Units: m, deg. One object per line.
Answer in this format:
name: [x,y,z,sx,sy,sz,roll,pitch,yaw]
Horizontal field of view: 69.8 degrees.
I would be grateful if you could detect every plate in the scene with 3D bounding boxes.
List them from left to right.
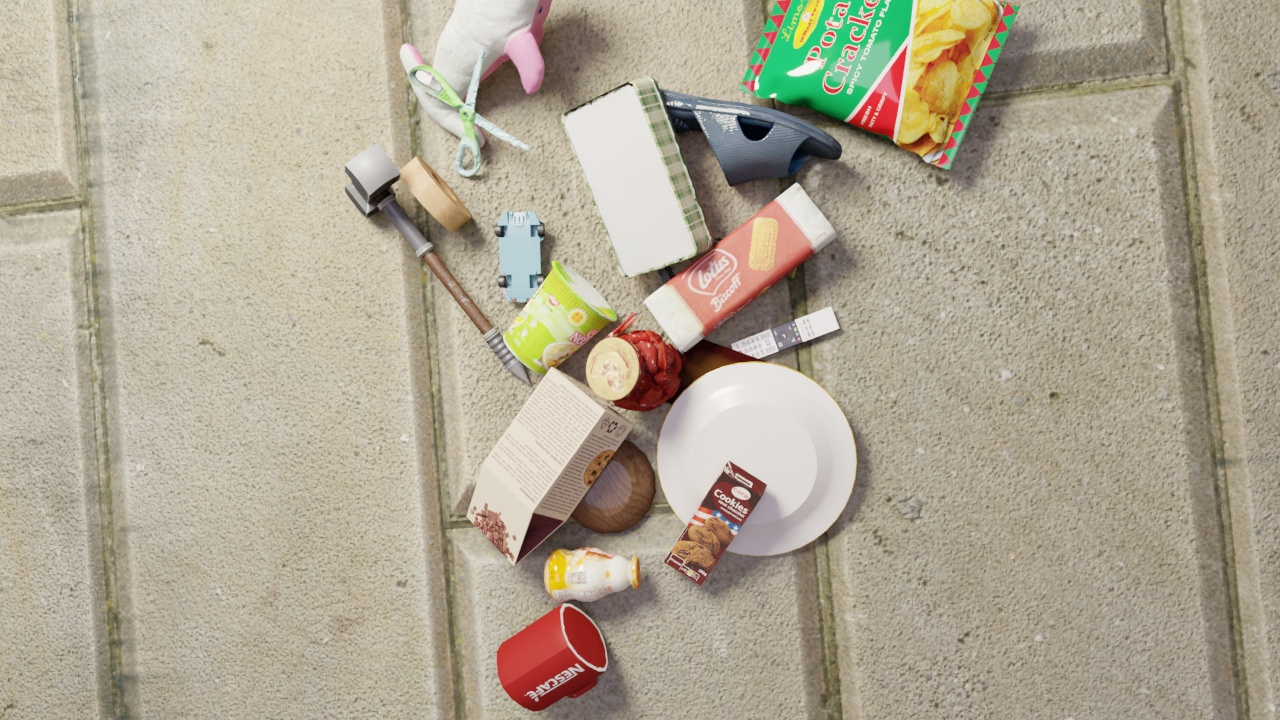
plate: [0.131,0.116,1.051,0.230,0.021,0.230,1,98,10]

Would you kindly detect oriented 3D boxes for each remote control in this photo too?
remote control: [0.169,-0.028,1.073,0.124,0.011,0.028,-21,87,6]

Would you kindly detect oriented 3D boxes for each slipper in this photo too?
slipper: [0.093,-0.246,1.044,0.264,0.101,0.082,15,89,10]

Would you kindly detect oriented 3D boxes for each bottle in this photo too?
bottle: [-0.055,0.248,1.067,0.108,0.063,0.063,-3,88,6]
bottle: [-0.006,0.006,1.040,0.099,0.111,0.099,-3,85,33]

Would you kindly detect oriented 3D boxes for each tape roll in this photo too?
tape roll: [-0.242,-0.196,1.082,0.027,0.094,0.094,-40,85,4]

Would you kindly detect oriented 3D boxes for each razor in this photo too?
razor: [0.134,-0.128,1.075,0.106,0.026,0.042,16,92,11]

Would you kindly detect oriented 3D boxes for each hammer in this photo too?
hammer: [-0.231,-0.099,1.083,0.043,0.156,0.322,-40,99,-16]

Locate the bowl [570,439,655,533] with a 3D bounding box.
bowl: [-0.041,0.148,1.084,0.118,0.030,0.118,0,89,6]

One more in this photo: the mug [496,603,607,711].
mug: [-0.091,0.349,1.059,0.097,0.080,0.116,-36,124,14]

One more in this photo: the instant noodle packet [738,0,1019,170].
instant noodle packet: [0.266,-0.350,1.029,0.253,0.090,0.195,23,92,6]

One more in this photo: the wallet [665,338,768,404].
wallet: [0.090,0.025,1.072,0.115,0.018,0.091,20,101,9]

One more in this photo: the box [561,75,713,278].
box: [-0.003,-0.203,1.035,0.118,0.050,0.205,-16,100,38]

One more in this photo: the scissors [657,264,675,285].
scissors: [-0.002,-0.159,1.097,0.133,0.012,0.169,8,94,7]

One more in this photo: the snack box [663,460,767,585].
snack box: [0.084,0.186,1.042,0.051,0.031,0.141,32,115,6]

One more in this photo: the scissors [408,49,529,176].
scissors: [-0.199,-0.286,1.066,0.171,0.021,0.173,35,132,8]

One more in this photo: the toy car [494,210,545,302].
toy car: [-0.142,-0.125,1.103,0.060,0.027,0.108,0,99,6]

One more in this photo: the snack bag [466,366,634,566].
snack bag: [-0.114,0.124,1.055,0.094,0.070,0.206,37,93,33]

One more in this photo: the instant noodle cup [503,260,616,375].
instant noodle cup: [-0.098,-0.043,1.068,0.099,0.098,0.108,44,101,5]

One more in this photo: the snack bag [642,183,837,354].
snack bag: [0.111,-0.104,1.046,0.225,0.041,0.077,-37,78,5]

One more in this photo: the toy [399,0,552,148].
toy: [-0.166,-0.380,1.063,0.186,0.127,0.266,50,126,2]
